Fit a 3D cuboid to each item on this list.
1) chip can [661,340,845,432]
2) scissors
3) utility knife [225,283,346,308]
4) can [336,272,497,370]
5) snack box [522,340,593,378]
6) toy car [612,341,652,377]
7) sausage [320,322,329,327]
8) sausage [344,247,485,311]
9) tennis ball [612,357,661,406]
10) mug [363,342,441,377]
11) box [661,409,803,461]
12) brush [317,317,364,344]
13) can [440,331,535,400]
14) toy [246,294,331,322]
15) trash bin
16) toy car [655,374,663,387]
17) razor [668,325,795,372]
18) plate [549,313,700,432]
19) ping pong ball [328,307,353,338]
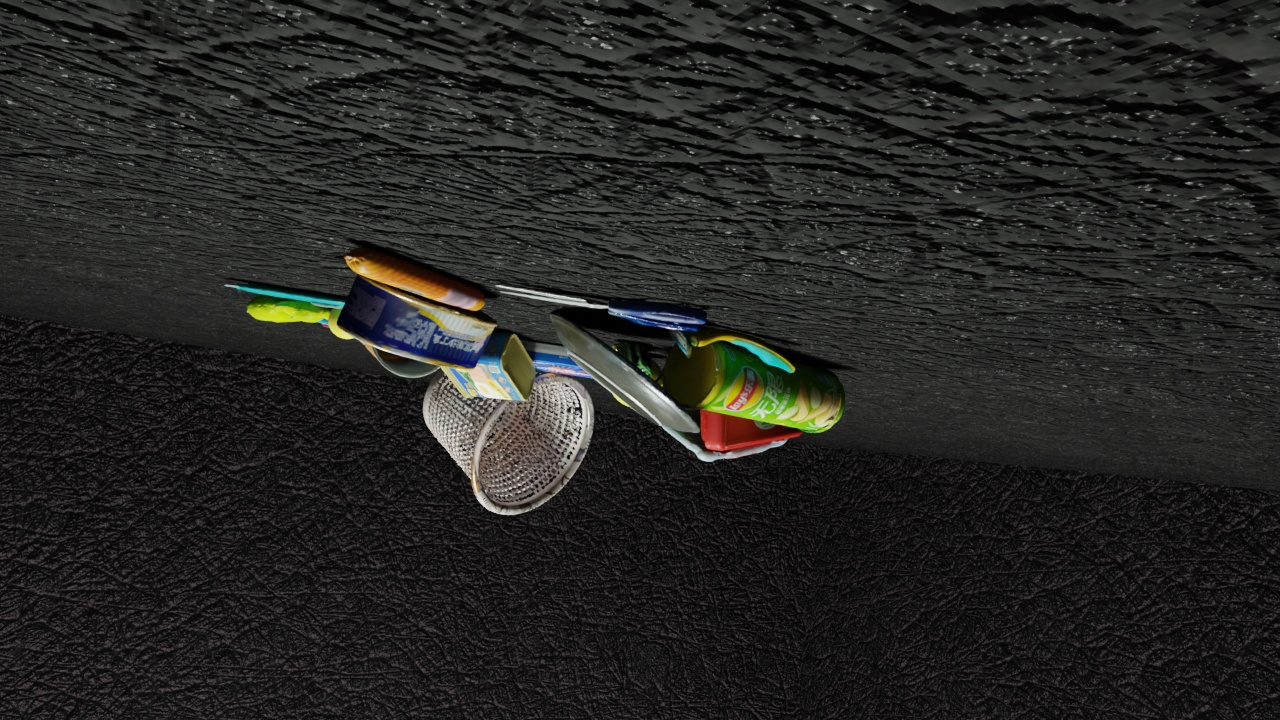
[{"bbox_3d":[0.121,0.026,0.918,0.221,0.072,0.073,13,173,-44],"label":"chip can"},{"bbox_3d":[-0.028,-0.043,0.743,0.171,0.012,0.141,7,174,28],"label":"scissors"},{"bbox_3d":[-0.354,-0.066,0.967,0.164,0.013,0.029,9,175,-8],"label":"utility knife"},{"bbox_3d":[-0.184,-0.032,0.768,0.075,0.049,0.148,28,-175,29],"label":"can"},{"bbox_3d":[-0.102,0.001,1.212,0.084,0.026,0.157,8,174,5],"label":"snack box"},{"bbox_3d":[-0.006,0.006,1.035,0.036,0.043,0.091,-15,163,6],"label":"toy car"},{"bbox_3d":[-0.333,-0.044,1.140,0.156,0.020,0.020,6,174,14],"label":"sausage"},{"bbox_3d":[-0.168,-0.061,0.704,0.021,0.021,0.165,6,174,25],"label":"sausage"},{"bbox_3d":[-0.005,0.025,1.116,0.065,0.065,0.065,8,175,1],"label":"tennis ball"},{"bbox_3d":[-0.241,-0.026,0.918,0.078,0.078,0.123,11,179,-26],"label":"mug"},{"bbox_3d":[0.109,0.067,1.093,0.099,0.095,0.201,4,-176,37],"label":"box"},{"bbox_3d":[-0.350,-0.045,1.092,0.255,0.046,0.083,9,180,32],"label":"brush"},{"bbox_3d":[-0.183,0.006,1.111,0.083,0.057,0.102,4,149,18],"label":"can"},{"bbox_3d":[-0.390,-0.057,1.014,0.100,0.031,0.096,5,178,4],"label":"toy"},{"bbox_3d":[-0.214,0.089,1.380,0.192,0.227,0.227,29,-172,37],"label":"trash bin"},{"bbox_3d":[0.046,0.025,1.062,0.041,0.071,0.155,51,-169,12],"label":"toy car"},{"bbox_3d":[0.088,-0.010,0.813,0.132,0.028,0.043,14,-162,-29],"label":"razor"},{"bbox_3d":[-0.020,0.019,0.865,0.179,0.024,0.179,37,172,5],"label":"plate"},{"bbox_3d":[-0.321,-0.044,1.004,0.040,0.040,0.040,8,175,1],"label":"ping pong ball"}]
